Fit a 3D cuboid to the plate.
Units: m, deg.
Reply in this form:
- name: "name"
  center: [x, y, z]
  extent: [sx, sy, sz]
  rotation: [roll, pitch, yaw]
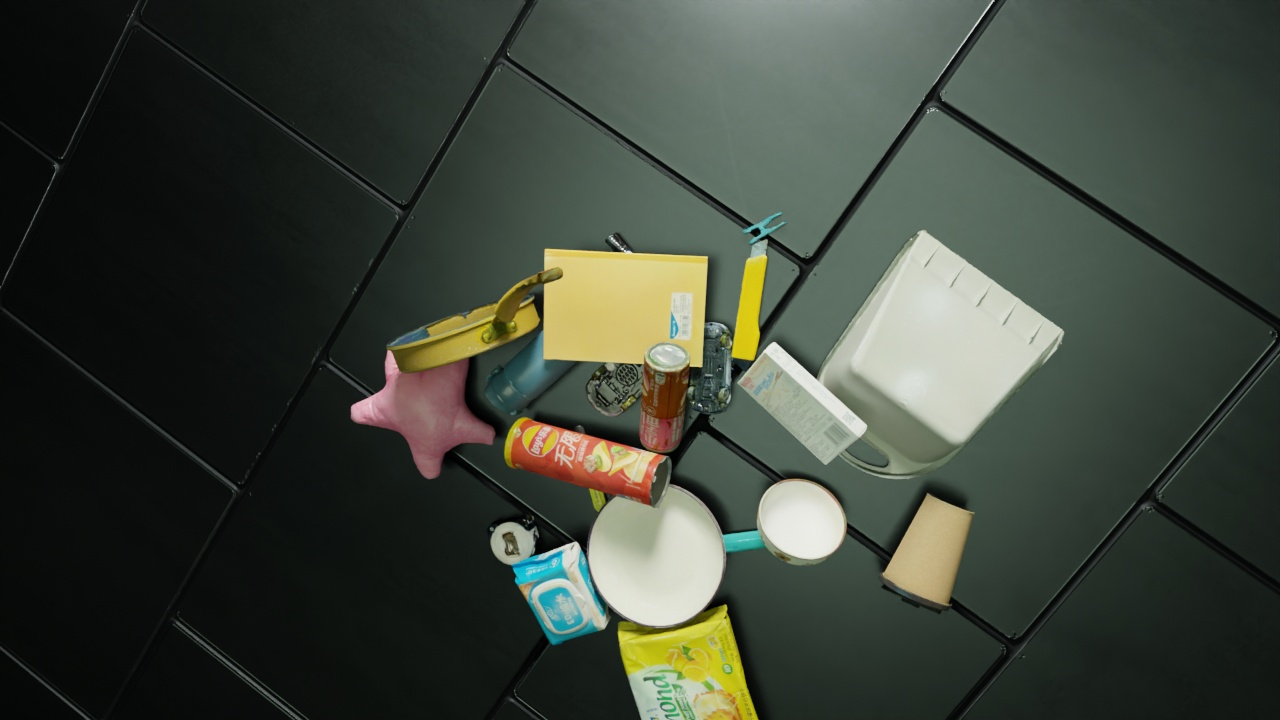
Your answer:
- name: "plate"
  center: [0.024, 0.259, 1.233]
  extent: [0.193, 0.039, 0.192]
  rotation: [-1, 87, 18]

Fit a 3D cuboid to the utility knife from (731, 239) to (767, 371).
- name: "utility knife"
  center: [0.144, -0.071, 1.189]
  extent: [0.033, 0.015, 0.173]
  rotation: [10, 99, 11]

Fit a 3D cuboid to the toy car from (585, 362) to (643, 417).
- name: "toy car"
  center: [-0.007, 0.007, 1.217]
  extent: [0.158, 0.042, 0.070]
  rotation: [-44, 87, 10]

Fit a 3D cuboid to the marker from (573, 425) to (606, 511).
- name: "marker"
  center: [-0.070, 0.149, 1.263]
  extent: [0.018, 0.015, 0.124]
  rotation: [-15, 92, 10]

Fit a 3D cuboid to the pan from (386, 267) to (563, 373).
- name: "pan"
  center: [-0.184, -0.055, 1.112]
  extent: [0.358, 0.197, 0.078]
  rotation: [-3, 110, 53]

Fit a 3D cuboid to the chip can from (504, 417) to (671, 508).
- name: "chip can"
  center: [-0.070, 0.134, 1.216]
  extent: [0.217, 0.073, 0.073]
  rotation: [13, 100, 18]

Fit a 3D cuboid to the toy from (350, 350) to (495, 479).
- name: "toy"
  center: [-0.285, 0.062, 1.269]
  extent: [0.194, 0.074, 0.178]
  rotation: [36, 92, 2]

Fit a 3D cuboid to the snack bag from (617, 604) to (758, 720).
- name: "snack bag"
  center: [0.077, 0.456, 1.245]
  extent: [0.158, 0.068, 0.246]
  rotation: [-16, 94, 13]

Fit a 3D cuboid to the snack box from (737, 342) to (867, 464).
- name: "snack box"
  center: [0.202, 0.056, 1.159]
  extent: [0.157, 0.026, 0.085]
  rotation: [44, 144, 8]

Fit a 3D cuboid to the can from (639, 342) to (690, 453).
- name: "can"
  center: [0.030, 0.049, 1.174]
  extent: [0.058, 0.057, 0.147]
  rotation: [12, 130, 10]

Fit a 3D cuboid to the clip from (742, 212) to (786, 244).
- name: "clip"
  center: [0.159, -0.170, 1.175]
  extent: [0.057, 0.014, 0.046]
  rotation: [-27, 89, 13]

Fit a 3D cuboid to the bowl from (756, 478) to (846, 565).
- name: "bowl"
  center: [0.202, 0.216, 1.181]
  extent: [0.113, 0.113, 0.062]
  rotation: [20, 142, 9]

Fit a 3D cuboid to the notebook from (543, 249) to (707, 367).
- name: "notebook"
  center: [-0.021, -0.065, 1.165]
  extent: [0.206, 0.010, 0.146]
  rotation: [3, 106, 3]

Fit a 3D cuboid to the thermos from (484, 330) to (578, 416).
- name: "thermos"
  center: [-0.117, -0.013, 1.226]
  extent: [0.221, 0.070, 0.070]
  rotation: [-40, 88, 14]

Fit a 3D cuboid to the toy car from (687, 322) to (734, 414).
- name: "toy car"
  center: [0.093, 0.011, 1.198]
  extent: [0.054, 0.036, 0.120]
  rotation: [2, 92, 30]

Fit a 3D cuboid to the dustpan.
- name: "dustpan"
  center: [0.349, 0.016, 1.162]
  extent: [0.222, 0.143, 0.257]
  rotation: [37, 74, 5]

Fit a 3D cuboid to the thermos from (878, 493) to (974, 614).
- name: "thermos"
  center: [0.363, 0.244, 1.152]
  extent: [0.093, 0.093, 0.143]
  rotation: [21, 92, 8]

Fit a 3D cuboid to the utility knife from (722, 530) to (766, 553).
- name: "utility knife"
  center: [0.139, 0.245, 1.233]
  extent: [0.160, 0.013, 0.029]
  rotation: [-10, 98, 12]

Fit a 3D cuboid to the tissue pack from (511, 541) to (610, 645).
- name: "tissue pack"
  center: [-0.107, 0.319, 1.253]
  extent: [0.090, 0.063, 0.140]
  rotation: [-21, 109, 10]

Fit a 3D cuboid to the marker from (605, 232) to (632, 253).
- name: "marker"
  center: [0.004, -0.118, 1.211]
  extent: [0.130, 0.018, 0.023]
  rotation: [45, 122, 4]

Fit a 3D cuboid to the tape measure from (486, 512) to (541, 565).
- name: "tape measure"
  center: [-0.176, 0.252, 1.289]
  extent: [0.066, 0.033, 0.066]
  rotation: [-16, 93, 15]
